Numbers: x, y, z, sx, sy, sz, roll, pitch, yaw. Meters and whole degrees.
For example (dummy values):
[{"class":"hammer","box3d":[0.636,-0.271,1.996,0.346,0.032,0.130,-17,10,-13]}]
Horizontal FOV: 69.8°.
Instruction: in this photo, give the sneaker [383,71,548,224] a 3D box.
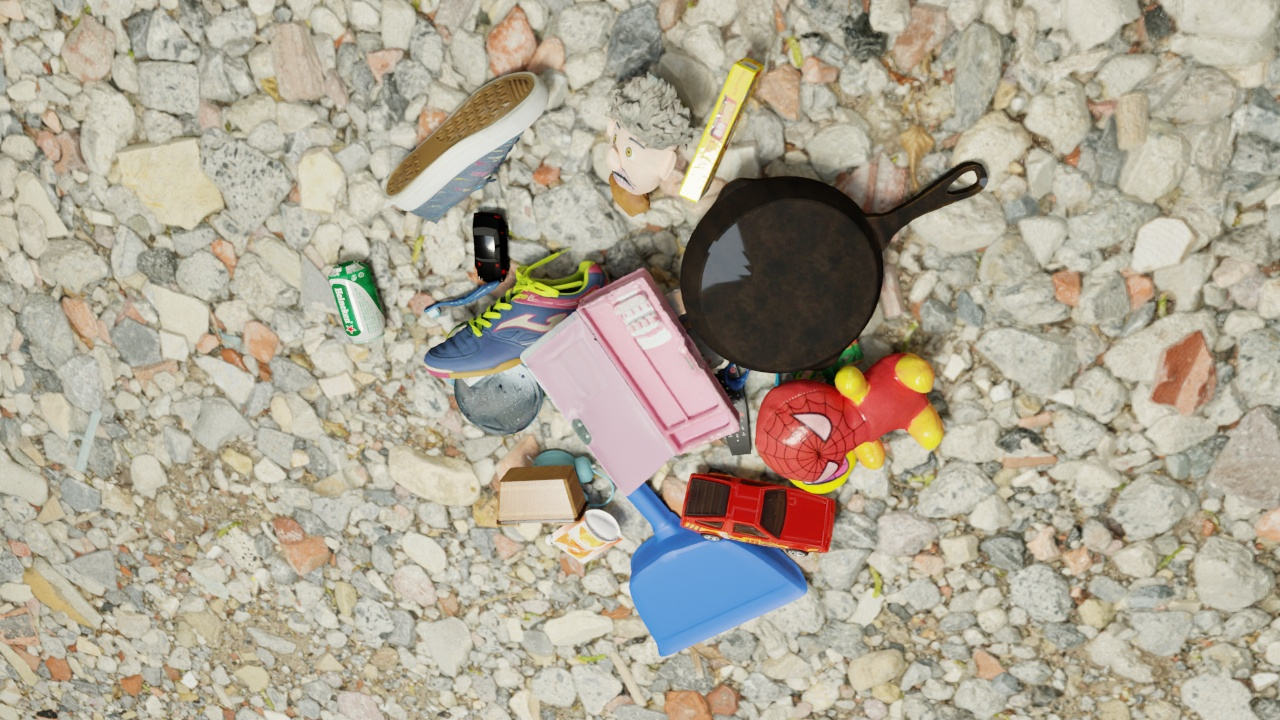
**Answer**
[{"class":"sneaker","box3d":[-0.192,-0.245,1.076,0.236,0.087,0.079,-32,137,20]}]

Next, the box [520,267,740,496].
[{"class":"box","box3d":[-0.008,0.026,1.067,0.179,0.059,0.233,-31,114,4]}]

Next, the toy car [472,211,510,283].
[{"class":"toy car","box3d":[-0.187,-0.137,1.130,0.042,0.036,0.092,6,114,11]}]

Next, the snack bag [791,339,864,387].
[{"class":"snack bag","box3d":[0.210,-0.026,1.088,0.087,0.044,0.155,-20,113,11]}]

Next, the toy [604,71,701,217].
[{"class":"toy","box3d":[-0.005,-0.236,1.016,0.132,0.076,0.176,54,144,36]}]

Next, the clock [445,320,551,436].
[{"class":"clock","box3d":[-0.189,0.021,1.185,0.118,0.060,0.162,-34,101,23]}]

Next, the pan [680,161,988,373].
[{"class":"pan","box3d":[0.215,-0.116,1.002,0.356,0.043,0.249,-28,109,9]}]

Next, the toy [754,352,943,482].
[{"class":"toy","box3d":[0.235,0.067,1.066,0.216,0.098,0.147,-17,113,3]}]

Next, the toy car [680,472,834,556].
[{"class":"toy car","box3d":[0.149,0.193,1.161,0.189,0.081,0.056,10,156,7]}]

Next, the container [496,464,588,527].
[{"class":"container","box3d":[-0.131,0.175,1.195,0.114,0.063,0.061,-3,106,11]}]

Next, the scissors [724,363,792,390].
[{"class":"scissors","box3d":[0.145,-0.013,1.111,0.110,0.015,0.132,-8,112,5]}]

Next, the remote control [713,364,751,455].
[{"class":"remote control","box3d":[0.117,0.063,1.158,0.039,0.010,0.125,-7,111,16]}]

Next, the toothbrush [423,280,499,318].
[{"class":"toothbrush","box3d":[-0.226,-0.077,1.166,0.133,0.021,0.016,-16,120,32]}]

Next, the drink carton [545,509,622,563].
[{"class":"drink carton","box3d":[-0.080,0.244,1.257,0.069,0.038,0.122,36,140,-9]}]

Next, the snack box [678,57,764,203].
[{"class":"snack box","box3d":[0.087,-0.250,0.996,0.025,0.075,0.152,26,116,3]}]

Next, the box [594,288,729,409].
[{"class":"box","box3d":[-0.012,-0.006,1.115,0.217,0.094,0.107,-29,138,22]}]

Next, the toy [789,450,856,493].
[{"class":"toy","box3d":[0.221,0.119,1.140,0.094,0.041,0.095,11,105,4]}]

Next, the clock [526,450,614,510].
[{"class":"clock","box3d":[-0.096,0.164,1.240,0.123,0.041,0.087,13,115,2]}]

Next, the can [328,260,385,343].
[{"class":"can","box3d":[-0.367,-0.076,1.189,0.053,0.053,0.101,-6,111,15]}]

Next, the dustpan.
[{"class":"dustpan","box3d":[0.051,0.258,1.231,0.246,0.059,0.257,-31,112,23]}]

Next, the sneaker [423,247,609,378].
[{"class":"sneaker","box3d":[-0.152,-0.055,1.103,0.241,0.116,0.091,-21,116,-8]}]
